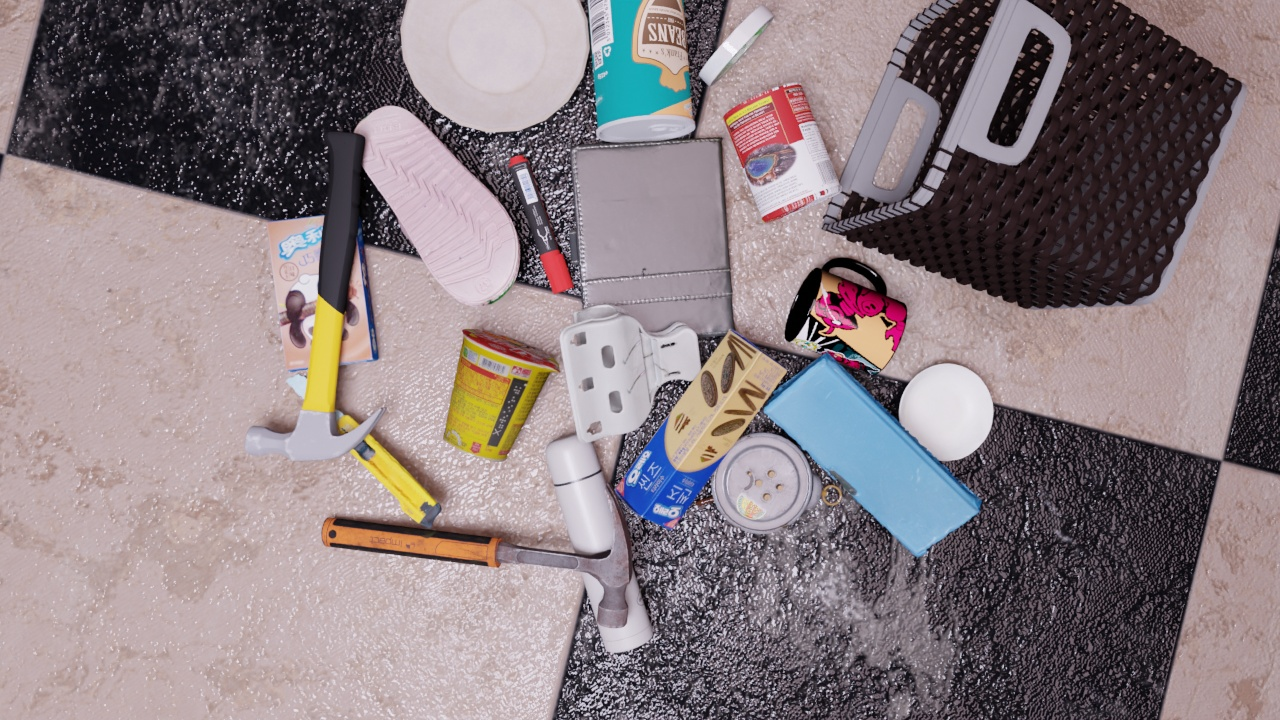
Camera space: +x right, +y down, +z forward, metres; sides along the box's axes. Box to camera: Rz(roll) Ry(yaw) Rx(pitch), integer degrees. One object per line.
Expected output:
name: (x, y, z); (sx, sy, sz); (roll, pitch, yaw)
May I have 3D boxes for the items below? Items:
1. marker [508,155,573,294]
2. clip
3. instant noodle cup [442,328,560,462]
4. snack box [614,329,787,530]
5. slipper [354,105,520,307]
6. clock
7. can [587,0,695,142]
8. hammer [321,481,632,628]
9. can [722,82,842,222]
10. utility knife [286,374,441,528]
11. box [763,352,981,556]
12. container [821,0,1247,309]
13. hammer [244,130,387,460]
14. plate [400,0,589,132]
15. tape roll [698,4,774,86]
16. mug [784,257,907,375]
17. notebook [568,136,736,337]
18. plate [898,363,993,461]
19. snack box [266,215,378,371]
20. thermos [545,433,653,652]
marker: (-0.104, -0.141, 0.950); (0.024, 0.021, 0.145); (-17, 93, 33)
clip: (-0.017, 0.001, 0.935); (0.152, 0.099, 0.126); (-22, 117, -30)
instant noodle cup: (-0.149, 0.036, 0.919); (0.100, 0.100, 0.112); (21, 99, -5)
snack box: (0.061, 0.072, 0.930); (0.056, 0.057, 0.207); (31, 96, -45)
slipper: (-0.199, -0.153, 0.924); (0.094, 0.064, 0.239); (-37, 76, -6)
clock: (0.138, 0.129, 0.959); (0.148, 0.056, 0.104); (11, 90, -3)
can: (0.000, -0.301, 0.919); (0.099, 0.099, 0.144); (-5, 91, -5)
hammer: (-0.163, 0.176, 0.913); (0.314, 0.035, 0.138); (6, 94, 7)
can: (0.145, -0.211, 0.939); (0.086, 0.086, 0.116); (-22, 92, -5)
utility knife: (-0.279, 0.087, 0.918); (0.217, 0.019, 0.030); (41, 83, 15)
box: (0.241, 0.095, 0.957); (0.231, 0.054, 0.093); (43, 114, -4)
container: (0.365, -0.198, 0.884); (0.243, 0.246, 0.247); (23, 89, -8)
hammer: (-0.302, -0.062, 0.896); (0.127, 0.029, 0.323); (7, 89, -2)
plate: (-0.147, -0.327, 0.941); (0.188, 0.027, 0.188); (0, 91, -5)
tape roll: (0.097, -0.319, 0.930); (0.018, 0.094, 0.094); (43, 87, -5)
mug: (0.216, -0.055, 0.959); (0.098, 0.082, 0.117); (21, 61, -5)
notebook: (0.011, -0.123, 0.958); (0.169, 0.029, 0.209); (-4, 91, -5)
plate: (0.325, 0.055, 0.990); (0.104, 0.026, 0.104); (0, 91, -6)
snack box: (-0.320, -0.069, 0.926); (0.087, 0.034, 0.151); (-8, 91, -4)
thermos: (-0.044, 0.185, 0.945); (0.052, 0.052, 0.224); (-17, 92, -5)
